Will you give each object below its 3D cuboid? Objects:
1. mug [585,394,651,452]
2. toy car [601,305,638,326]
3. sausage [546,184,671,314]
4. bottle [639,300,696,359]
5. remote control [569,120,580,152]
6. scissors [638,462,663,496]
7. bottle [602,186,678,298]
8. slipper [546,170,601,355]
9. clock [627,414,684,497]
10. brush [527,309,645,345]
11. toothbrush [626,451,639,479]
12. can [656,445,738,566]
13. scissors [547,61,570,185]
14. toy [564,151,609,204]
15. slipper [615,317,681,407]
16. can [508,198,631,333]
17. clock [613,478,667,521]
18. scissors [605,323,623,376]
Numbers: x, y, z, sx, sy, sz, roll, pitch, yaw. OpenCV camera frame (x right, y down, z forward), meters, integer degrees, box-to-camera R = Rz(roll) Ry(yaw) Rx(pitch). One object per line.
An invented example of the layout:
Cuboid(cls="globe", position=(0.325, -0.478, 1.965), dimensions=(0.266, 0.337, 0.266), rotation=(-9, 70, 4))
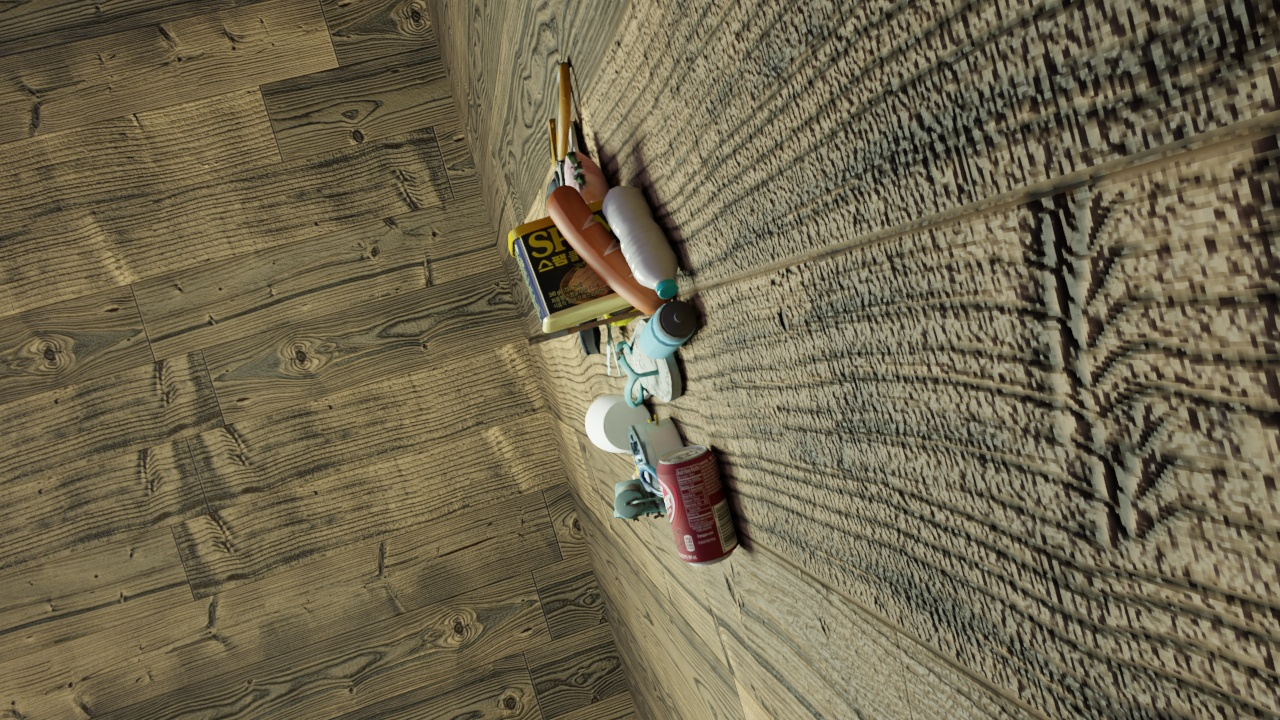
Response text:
Cuboid(cls="mug", position=(-0.016, 0.097, 1.249), dimensions=(0.114, 0.081, 0.088), rotation=(44, 169, -9))
Cuboid(cls="toy car", position=(-0.026, -0.085, 1.064), dimensions=(0.030, 0.049, 0.107), rotation=(-124, 19, -52))
Cuboid(cls="sausage", position=(-0.034, -0.109, 0.926), dimensions=(0.164, 0.044, 0.039), rotation=(46, -160, 2))
Cuboid(cls="bottle", position=(0.027, -0.030, 0.896), dimensions=(0.130, 0.040, 0.040), rotation=(132, 120, -78))
Cuboid(cls="remote control", position=(-0.074, -0.226, 1.138), dimensions=(0.045, 0.008, 0.146), rotation=(99, 162, -69))
Cuboid(cls="scissors", position=(0.046, 0.151, 1.031), dimensions=(0.140, 0.011, 0.134), rotation=(24, 133, 35))
Cuboid(cls="bottle", position=(0.003, -0.113, 0.881), dimensions=(0.044, 0.044, 0.136), rotation=(87, 163, -52))
Cuboid(cls="slipper", position=(-0.114, -0.133, 1.256), dimensions=(0.109, 0.083, 0.265), rotation=(69, -168, -81))
Cuboid(cls="clock", position=(0.024, 0.126, 1.106), dimensions=(0.083, 0.057, 0.117), rotation=(136, 116, -78))
Cuboid(cls="brush", position=(-0.055, -0.039, 1.020), dimensions=(0.045, 0.143, 0.008), rotation=(-119, 15, -84))
Cuboid(cls="toothbrush", position=(-0.011, 0.131, 1.379), dimensions=(0.031, 0.030, 0.197), rotation=(46, 160, 33))
Cuboid(cls="can", position=(0.059, 0.150, 0.949), dimensions=(0.063, 0.063, 0.114), rotation=(-157, 51, -76))
Cuboid(cls="scissors", position=(-0.101, -0.270, 1.151), dimensions=(0.224, 0.016, 0.230), rotation=(-102, 14, -44))
Cuboid(cls="toy", position=(-0.058, -0.189, 1.059), dimensions=(0.102, 0.050, 0.093), rotation=(-104, -8, -51))
Cuboid(cls="slipper", position=(-0.007, 0.006, 1.096), dimensions=(0.269, 0.054, 0.098), rotation=(162, 94, -81))
Cuboid(cls="can", position=(-0.060, -0.102, 0.982), dimensions=(0.075, 0.135, 0.104), rotation=(122, 128, -76))
Cuboid(cls="clock", position=(0.008, 0.180, 1.193), dimensions=(0.124, 0.090, 0.053), rotation=(115, 147, -75))
Cuboid(cls="scissors", position=(-0.043, -0.057, 1.247), dimensions=(0.165, 0.024, 0.172), rotation=(-123, 30, -53))
